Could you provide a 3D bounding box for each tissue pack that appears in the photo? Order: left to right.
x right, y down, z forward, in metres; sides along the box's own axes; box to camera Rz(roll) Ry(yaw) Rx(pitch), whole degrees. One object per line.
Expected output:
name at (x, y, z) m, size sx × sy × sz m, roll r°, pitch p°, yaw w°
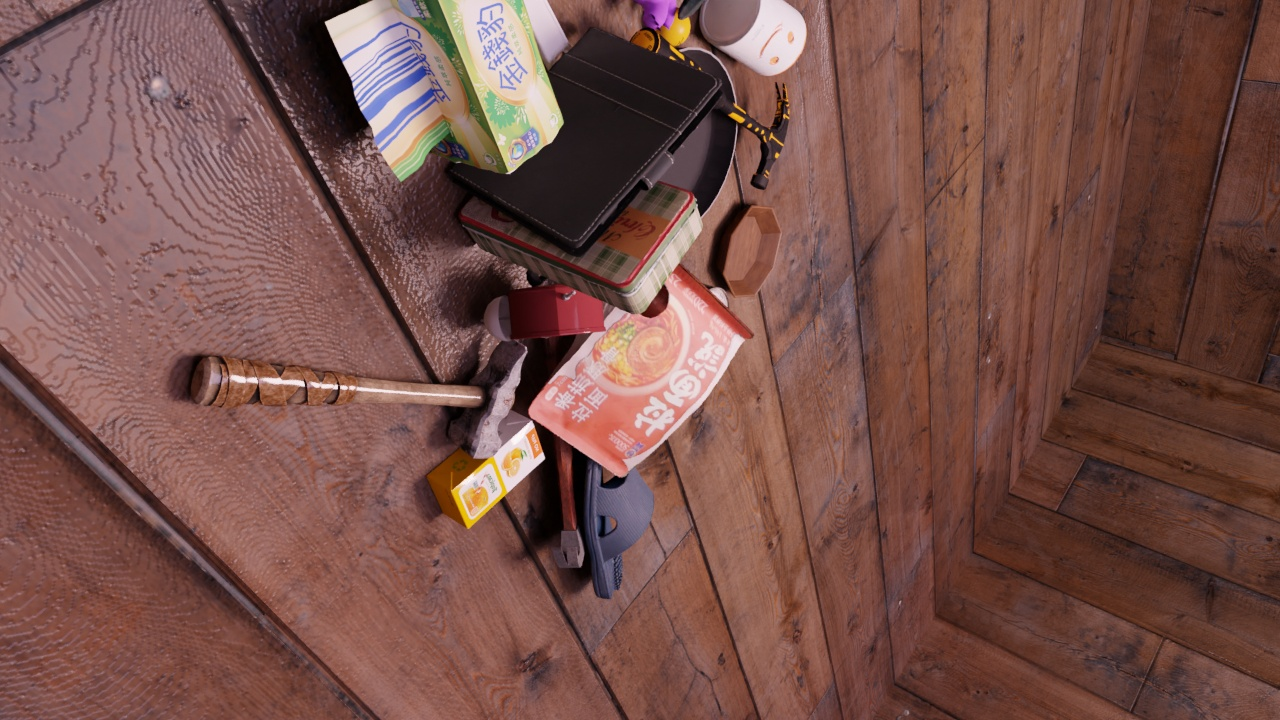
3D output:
tissue pack at (-0.164, -0.231, 0.713) m, size 0.141 × 0.120 × 0.198 m, roll -49°, pitch 135°, yaw -27°

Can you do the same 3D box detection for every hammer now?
hammer at (-0.232, 0.026, 0.812) m, size 0.318 × 0.049 × 0.121 m, roll 7°, pitch 109°, yaw -51°
hammer at (-0.087, 0.098, 1.030) m, size 0.111 × 0.028 × 0.301 m, roll -83°, pitch 170°, yaw -67°
hammer at (0.086, -0.288, 1.005) m, size 0.320 × 0.036 × 0.123 m, roll 12°, pitch 96°, yaw -57°

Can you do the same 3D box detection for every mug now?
mug at (0.128, -0.378, 1.038) m, size 0.105 × 0.082 × 0.082 m, roll 6°, pitch 103°, yaw -53°

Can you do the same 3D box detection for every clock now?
clock at (-0.090, -0.046, 0.889) m, size 0.096 × 0.138 × 0.048 m, roll -8°, pitch 94°, yaw -51°

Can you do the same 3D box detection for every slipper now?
slipper at (-0.024, 0.193, 1.115) m, size 0.101 × 0.082 × 0.264 m, roll -85°, pitch 173°, yaw -53°

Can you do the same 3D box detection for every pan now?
pan at (-0.011, -0.195, 0.986) m, size 0.354 × 0.044 × 0.204 m, roll -46°, pitch 139°, yaw -28°

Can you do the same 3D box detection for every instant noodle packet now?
instant noodle packet at (-0.006, 0.006, 0.999) m, size 0.221 × 0.084 × 0.164 m, roll -52°, pitch 128°, yaw -2°

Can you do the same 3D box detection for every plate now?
plate at (0.141, -0.148, 1.228) m, size 0.131 × 0.025 × 0.131 m, roll -29°, pitch 129°, yaw -42°

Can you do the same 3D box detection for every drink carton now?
drink carton at (-0.157, 0.109, 0.960) m, size 0.122 × 0.040 × 0.059 m, roll -42°, pitch 138°, yaw -31°

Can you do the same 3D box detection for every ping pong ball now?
ping pong ball at (0.032, -0.350, 0.963) m, size 0.040 × 0.040 × 0.040 m, roll -29°, pitch 129°, yaw -42°

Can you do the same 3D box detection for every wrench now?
wrench at (-0.117, -0.352, 0.788) m, size 0.066 × 0.018 × 0.273 m, roll -55°, pitch 144°, yaw -18°

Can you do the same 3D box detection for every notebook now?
notebook at (-0.046, -0.201, 0.817) m, size 0.208 × 0.169 × 0.029 m, roll -51°, pitch 155°, yaw -13°

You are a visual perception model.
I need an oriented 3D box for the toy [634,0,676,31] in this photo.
toy at (0.012, -0.381, 0.908) m, size 0.087 × 0.056 × 0.106 m, roll -51°, pitch 135°, yaw -28°

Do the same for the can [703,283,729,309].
can at (0.053, -0.055, 1.121) m, size 0.089 × 0.075 × 0.090 m, roll -30°, pitch 131°, yaw -43°

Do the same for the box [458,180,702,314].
box at (-0.056, -0.127, 0.826) m, size 0.117 × 0.206 × 0.050 m, roll -55°, pitch 150°, yaw -15°

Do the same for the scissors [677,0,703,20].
scissors at (0.067, -0.391, 0.962) m, size 0.019 × 0.126 × 0.144 m, roll 45°, pitch 79°, yaw -16°
